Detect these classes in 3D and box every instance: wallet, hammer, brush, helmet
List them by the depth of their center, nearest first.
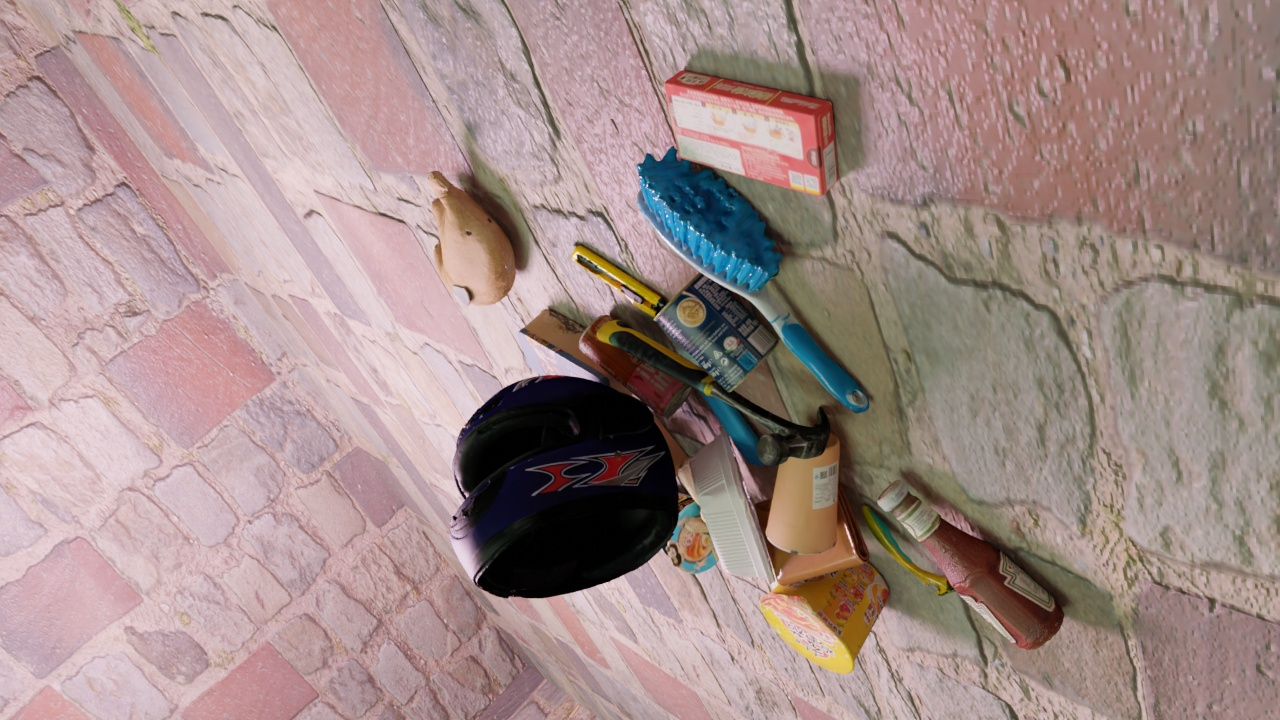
[{"bbox_3d":[0.114,-0.069,0.865,0.314,0.060,0.110,41,160,4],"label":"brush"},{"bbox_3d":[0.071,0.025,1.009,0.323,0.126,0.032,30,115,41],"label":"hammer"},{"bbox_3d":[0.198,0.200,1.080,0.132,0.031,0.107,-32,71,45],"label":"wallet"},{"bbox_3d":[-0.108,0.136,1.104,0.248,0.314,0.240,-48,57,25],"label":"helmet"}]

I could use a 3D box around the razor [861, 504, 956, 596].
[{"bbox_3d":[0.296,0.213,1.030,0.132,0.028,0.043,44,158,8],"label":"razor"}]

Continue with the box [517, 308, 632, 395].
[{"bbox_3d":[-0.082,0.004,1.252,0.184,0.061,0.090,30,151,34],"label":"box"}]

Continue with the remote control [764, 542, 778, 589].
[{"bbox_3d":[0.196,0.280,1.241,0.019,0.056,0.135,22,147,41],"label":"remote control"}]

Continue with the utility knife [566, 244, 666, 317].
[{"bbox_3d":[-0.029,-0.093,1.078,0.164,0.015,0.033,35,143,24],"label":"utility knife"}]

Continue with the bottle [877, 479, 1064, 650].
[{"bbox_3d":[0.327,0.201,0.923,0.206,0.059,0.060,42,154,8],"label":"bottle"}]

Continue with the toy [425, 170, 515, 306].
[{"bbox_3d":[-0.224,-0.160,1.205,0.143,0.082,0.226,30,149,13],"label":"toy"}]

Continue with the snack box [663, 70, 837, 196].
[{"bbox_3d":[0.089,-0.188,0.752,0.153,0.025,0.075,25,147,36],"label":"snack box"}]

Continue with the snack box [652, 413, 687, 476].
[{"bbox_3d":[-0.001,0.135,1.302,0.093,0.076,0.095,51,153,-12],"label":"snack box"}]

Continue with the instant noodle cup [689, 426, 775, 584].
[{"bbox_3d":[0.110,0.186,1.137,0.137,0.060,0.173,-99,-12,-58],"label":"instant noodle cup"}]

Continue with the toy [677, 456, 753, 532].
[{"bbox_3d":[0.104,0.198,1.266,0.105,0.066,0.157,-23,110,18],"label":"toy"}]

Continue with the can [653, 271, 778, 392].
[{"bbox_3d":[0.079,-0.030,0.942,0.111,0.075,0.075,45,155,2],"label":"can"}]

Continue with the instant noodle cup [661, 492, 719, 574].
[{"bbox_3d":[0.054,0.242,1.354,0.120,0.111,0.111,18,144,57],"label":"instant noodle cup"}]

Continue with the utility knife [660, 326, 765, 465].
[{"bbox_3d":[0.081,0.031,1.092,0.034,0.018,0.236,-22,108,51],"label":"utility knife"}]

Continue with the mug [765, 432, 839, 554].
[{"bbox_3d":[0.181,0.139,0.998,0.078,0.078,0.123,22,119,41],"label":"mug"}]

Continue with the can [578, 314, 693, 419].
[{"bbox_3d":[-0.007,0.007,1.145,0.147,0.057,0.058,39,154,14],"label":"can"}]

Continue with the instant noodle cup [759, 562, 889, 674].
[{"bbox_3d":[0.238,0.305,1.152,0.138,0.109,0.138,36,153,21],"label":"instant noodle cup"}]
